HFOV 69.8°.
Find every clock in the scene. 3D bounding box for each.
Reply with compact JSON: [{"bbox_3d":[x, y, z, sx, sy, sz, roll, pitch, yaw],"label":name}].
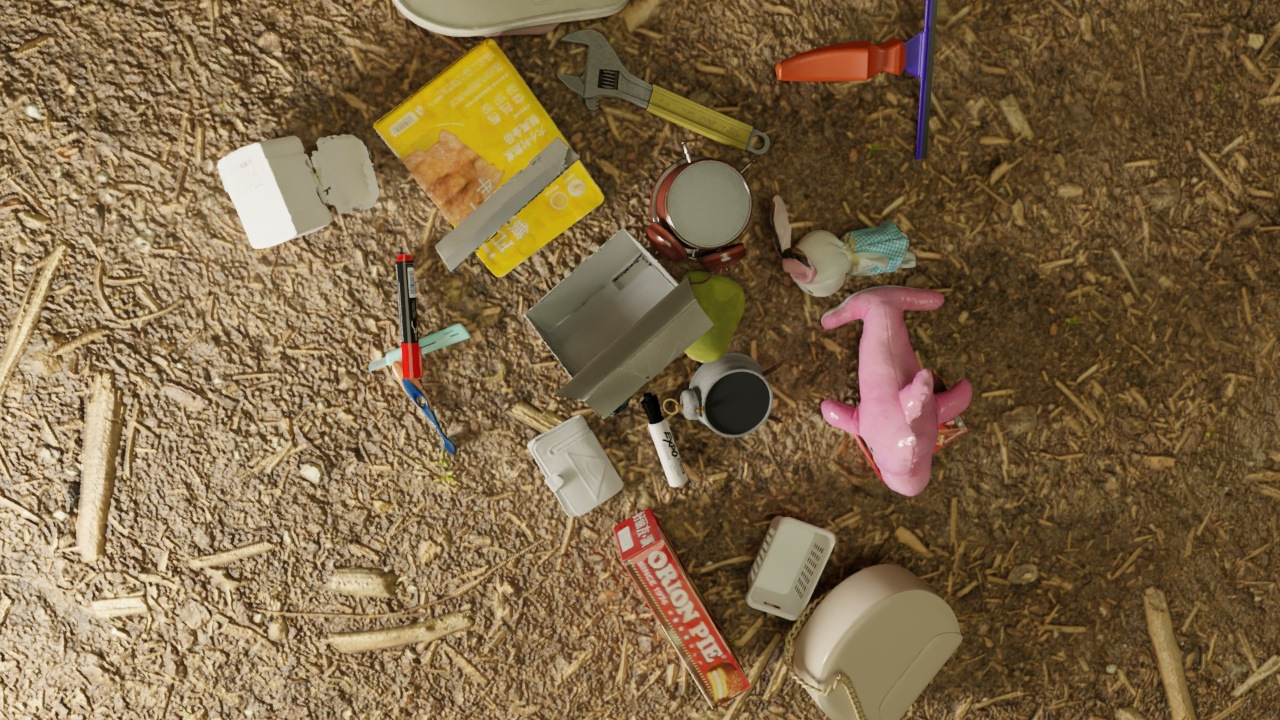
[{"bbox_3d":[0.101,0.047,1.141,0.147,0.056,0.104,-9,112,-10],"label":"clock"},{"bbox_3d":[0.071,-0.168,1.078,0.120,0.072,0.158,12,95,-10],"label":"clock"}]

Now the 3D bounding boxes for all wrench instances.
[{"bbox_3d":[0.029,-0.305,1.077,0.273,0.018,0.084,19,99,-11],"label":"wrench"}]

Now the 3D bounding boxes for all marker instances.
[{"bbox_3d":[-0.273,-0.052,1.082,0.023,0.021,0.145,-5,95,-22],"label":"marker"},{"bbox_3d":[0.029,0.100,1.159,0.025,0.025,0.126,-20,104,-3],"label":"marker"}]

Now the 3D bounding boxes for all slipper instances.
[{"bbox_3d":[-0.139,-0.413,1.011,0.274,0.054,0.114,-9,94,-18],"label":"slipper"}]

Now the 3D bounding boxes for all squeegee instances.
[{"bbox_3d":[0.250,-0.351,1.077,0.184,0.055,0.250,-9,120,-5],"label":"squeegee"}]

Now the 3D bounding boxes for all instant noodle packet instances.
[{"bbox_3d":[-0.167,-0.225,1.045,0.163,0.084,0.221,-37,109,1],"label":"instant noodle packet"}]

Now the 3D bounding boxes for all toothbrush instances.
[{"bbox_3d":[-0.262,0.057,1.116,0.021,0.017,0.135,-31,104,-3],"label":"toothbrush"}]

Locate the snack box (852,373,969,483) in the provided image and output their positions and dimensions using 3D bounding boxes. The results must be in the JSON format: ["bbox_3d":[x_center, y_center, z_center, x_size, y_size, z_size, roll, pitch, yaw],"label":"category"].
[{"bbox_3d":[0.351,0.089,1.199,0.133,0.021,0.089,-33,102,0],"label":"snack box"}]

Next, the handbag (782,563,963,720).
[{"bbox_3d":[0.312,0.378,1.198,0.208,0.103,0.211,33,96,-31],"label":"handbag"}]

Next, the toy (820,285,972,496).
[{"bbox_3d":[0.317,0.034,1.118,0.187,0.128,0.265,-9,84,4],"label":"toy"}]

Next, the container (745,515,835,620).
[{"bbox_3d":[0.191,0.265,1.201,0.080,0.049,0.129,21,98,-11],"label":"container"}]

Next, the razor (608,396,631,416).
[{"bbox_3d":[-0.007,0.007,1.125,0.140,0.053,0.063,-48,140,-2],"label":"razor"}]

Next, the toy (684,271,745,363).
[{"bbox_3d":[0.080,-0.052,1.116,0.090,0.051,0.110,11,90,-15],"label":"toy"}]

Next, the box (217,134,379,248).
[{"bbox_3d":[-0.369,-0.201,1.028,0.124,0.136,0.109,-9,108,37],"label":"box"}]

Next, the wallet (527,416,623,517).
[{"bbox_3d":[-0.081,0.133,1.149,0.086,0.032,0.116,-34,104,-2],"label":"wallet"}]

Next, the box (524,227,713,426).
[{"bbox_3d":[-0.019,-0.028,0.949,0.167,0.369,0.150,-42,102,2],"label":"box"}]

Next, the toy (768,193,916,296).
[{"bbox_3d":[0.243,-0.128,1.119,0.205,0.131,0.106,-2,141,-22],"label":"toy"}]

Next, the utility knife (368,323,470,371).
[{"bbox_3d":[-0.268,-0.014,1.104,0.129,0.015,0.022,-21,105,1],"label":"utility knife"}]

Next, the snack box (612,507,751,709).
[{"bbox_3d":[0.051,0.311,1.161,0.060,0.113,0.236,-30,104,-2],"label":"snack box"}]
